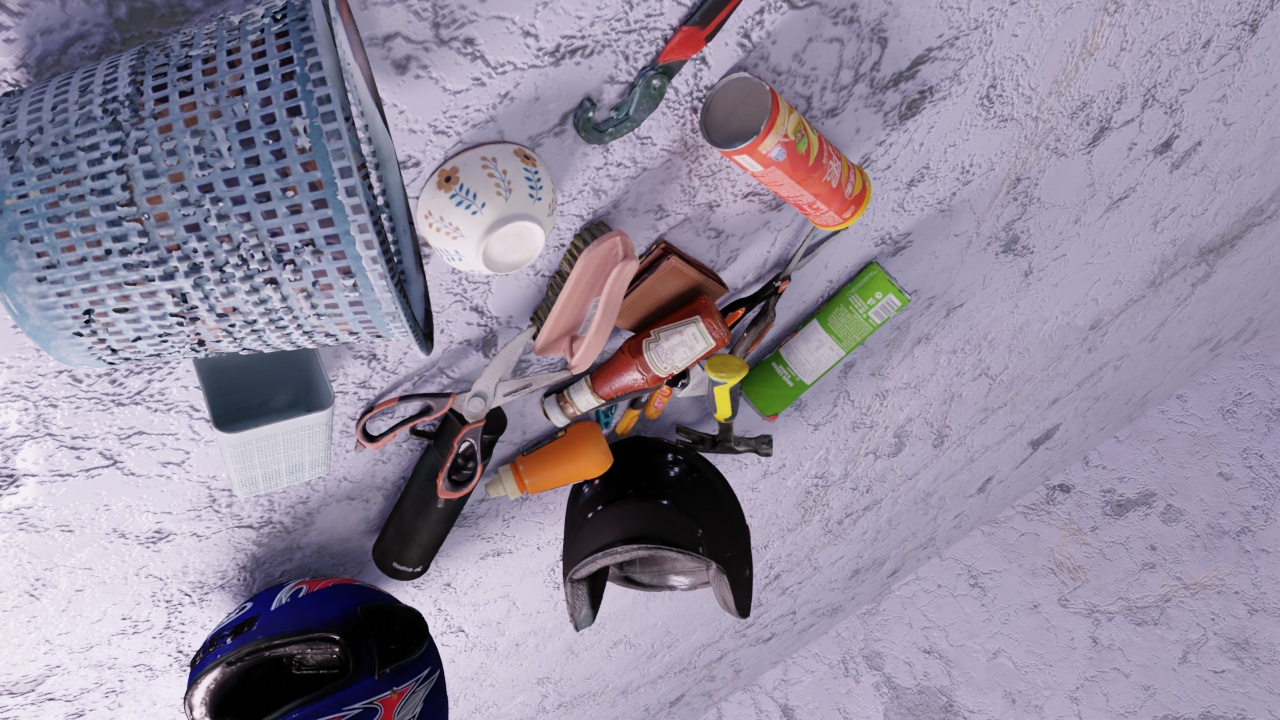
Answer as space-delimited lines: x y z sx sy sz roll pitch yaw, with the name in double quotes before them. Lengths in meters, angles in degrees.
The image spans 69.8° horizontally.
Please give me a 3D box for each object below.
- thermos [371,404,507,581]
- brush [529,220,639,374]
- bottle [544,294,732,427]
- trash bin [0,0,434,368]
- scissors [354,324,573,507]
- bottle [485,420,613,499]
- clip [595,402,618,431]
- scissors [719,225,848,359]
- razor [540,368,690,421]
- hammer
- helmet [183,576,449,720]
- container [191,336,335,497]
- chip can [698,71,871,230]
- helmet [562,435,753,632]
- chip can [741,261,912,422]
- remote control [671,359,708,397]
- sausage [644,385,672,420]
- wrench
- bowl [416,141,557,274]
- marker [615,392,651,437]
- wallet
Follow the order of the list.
"thermos" -0.225 0.133 0.972 0.090 0.068 0.243 22 124 -16
"brush" -0.046 -0.058 0.846 0.063 0.073 0.146 -2 136 -40
"bottle" -0.006 0.006 0.944 0.206 0.059 0.060 -30 150 10
"trash bin" -0.239 -0.090 0.514 0.195 0.226 0.227 -14 146 -8
"scissors" -0.170 0.052 0.868 0.189 0.015 0.227 12 114 -8
"bottle" -0.108 0.122 1.061 0.149 0.066 0.067 -22 148 -4
"clip" -0.042 0.065 1.083 0.038 0.013 0.056 -16 144 -25
"scissors" 0.143 -0.069 1.037 0.228 0.021 0.221 -29 155 -27
"razor" -0.029 0.027 1.012 0.167 0.062 0.068 -20 179 -12
"hammer" 0.097 0.061 1.076 0.126 0.031 0.323 1 160 7
"helmet" -0.355 0.353 0.970 0.247 0.240 0.315 -39 160 11
"container" -0.301 0.046 0.744 0.090 0.090 0.112 -15 147 -27
"chip can" 0.137 -0.184 0.837 0.073 0.073 0.216 -45 147 20
"helmet" 0.021 0.220 1.157 0.234 0.230 0.275 -6 161 12
"chip can" 0.228 -0.022 1.149 0.236 0.072 0.072 -43 148 17
"remote control" 0.085 0.022 1.107 0.049 0.024 0.124 -49 157 22
"sausage" 0.038 0.015 1.078 0.021 0.021 0.166 -9 142 -35
"wrench" 0.052 -0.265 0.697 0.274 0.016 0.056 -43 148 18
"bowl" -0.113 -0.108 0.725 0.113 0.062 0.114 -24 150 -15
"marker" 0.001 0.048 1.095 0.018 0.015 0.124 -9 140 -42
"wallet" 0.023 -0.065 0.944 0.101 0.032 0.124 -41 148 19
